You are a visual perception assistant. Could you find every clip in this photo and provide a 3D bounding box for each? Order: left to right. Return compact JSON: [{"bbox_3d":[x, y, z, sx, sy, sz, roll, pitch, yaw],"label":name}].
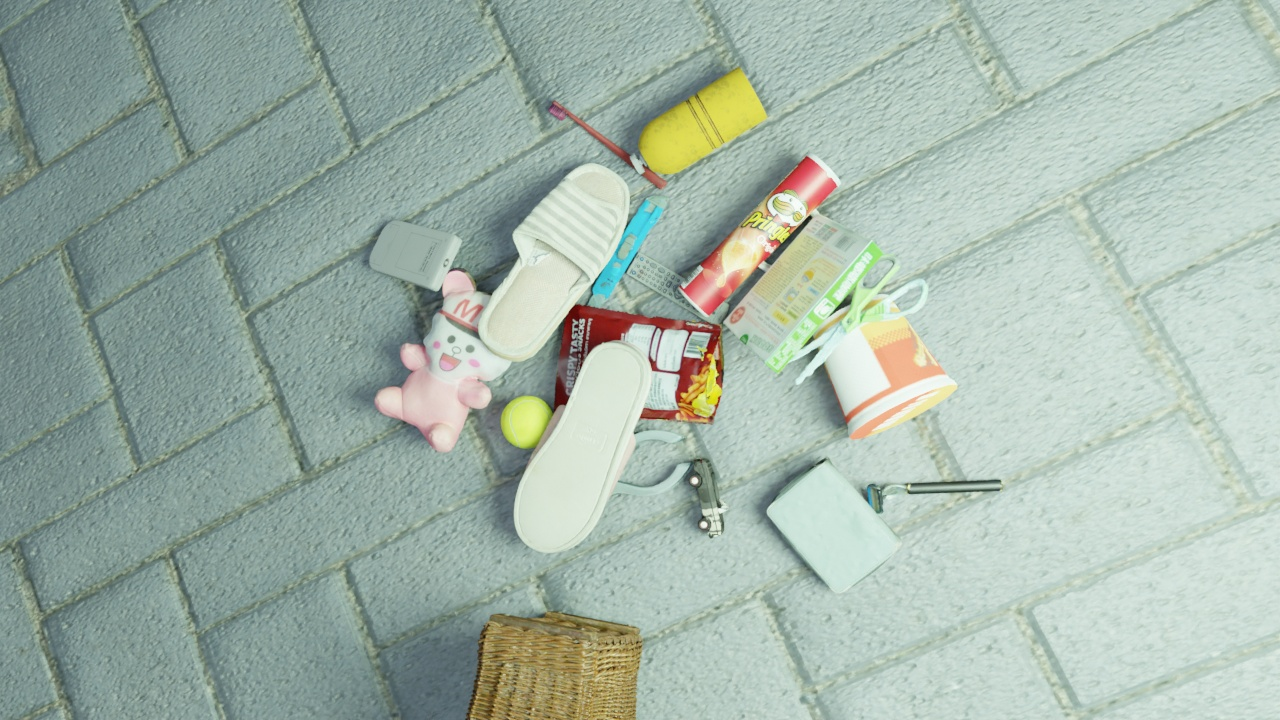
[{"bbox_3d":[-0.022,0.117,1.114,0.163,0.028,0.115,-22,78,12],"label":"clip"}]

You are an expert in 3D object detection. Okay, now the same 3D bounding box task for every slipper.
[{"bbox_3d":[-0.104,-0.123,1.109,0.114,0.054,0.272,28,78,4],"label":"slipper"},{"bbox_3d":[-0.065,0.104,1.083,0.114,0.054,0.274,30,101,15],"label":"slipper"}]

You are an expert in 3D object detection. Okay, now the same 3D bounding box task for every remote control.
[{"bbox_3d":[-0.293,-0.137,1.186,0.151,0.019,0.074,18,81,39],"label":"remote control"},{"bbox_3d":[0.046,-0.086,1.117,0.136,0.013,0.033,32,95,16],"label":"remote control"}]

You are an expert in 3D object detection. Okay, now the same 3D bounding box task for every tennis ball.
[{"bbox_3d":[-0.139,0.076,1.129,0.065,0.065,0.065,-1,85,15],"label":"tennis ball"}]

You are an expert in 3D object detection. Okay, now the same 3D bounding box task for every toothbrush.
[{"bbox_3d":[-0.044,-0.271,1.157,0.190,0.016,0.016,39,101,15],"label":"toothbrush"}]

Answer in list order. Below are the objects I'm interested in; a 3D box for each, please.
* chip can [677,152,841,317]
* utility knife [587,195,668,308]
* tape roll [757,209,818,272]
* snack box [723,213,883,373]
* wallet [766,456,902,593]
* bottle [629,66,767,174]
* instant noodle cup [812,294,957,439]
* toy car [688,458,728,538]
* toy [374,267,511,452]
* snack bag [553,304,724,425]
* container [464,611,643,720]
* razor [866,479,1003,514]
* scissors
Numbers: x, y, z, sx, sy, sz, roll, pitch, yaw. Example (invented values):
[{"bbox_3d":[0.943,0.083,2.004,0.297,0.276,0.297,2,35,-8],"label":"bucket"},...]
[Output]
[{"bbox_3d":[0.135,-0.143,1.058,0.215,0.051,0.052,-45,76,8],"label":"chip can"},{"bbox_3d":[-0.022,-0.127,1.140,0.031,0.015,0.185,32,96,20],"label":"utility knife"},{"bbox_3d":[0.171,-0.146,1.085,0.094,0.018,0.093,-1,85,15],"label":"tape roll"},{"bbox_3d":[0.174,-0.078,1.009,0.027,0.132,0.168,37,98,-26],"label":"snack box"},{"bbox_3d":[0.216,0.185,1.029,0.100,0.054,0.131,-42,78,18],"label":"wallet"},{"bbox_3d":[0.063,-0.277,1.100,0.164,0.071,0.071,-29,78,12],"label":"bottle"},{"bbox_3d":[0.258,0.004,1.001,0.123,0.123,0.121,-28,71,12],"label":"instant noodle cup"},{"bbox_3d":[0.082,0.160,1.072,0.037,0.040,0.092,-13,85,11],"label":"toy car"},{"bbox_3d":[-0.231,0.002,1.153,0.142,0.084,0.213,32,96,15],"label":"toy"},{"bbox_3d":[-0.007,0.006,1.100,0.208,0.066,0.139,6,92,19],"label":"snack bag"},{"bbox_3d":[-0.089,0.379,1.007,0.162,0.250,0.183,5,79,16],"label":"container"},{"bbox_3d":[0.325,0.143,1.018,0.144,0.022,0.043,-7,126,11],"label":"razor"},{"bbox_3d":[0.215,-0.045,0.968,0.175,0.032,0.092,-33,59,9],"label":"scissors"}]
